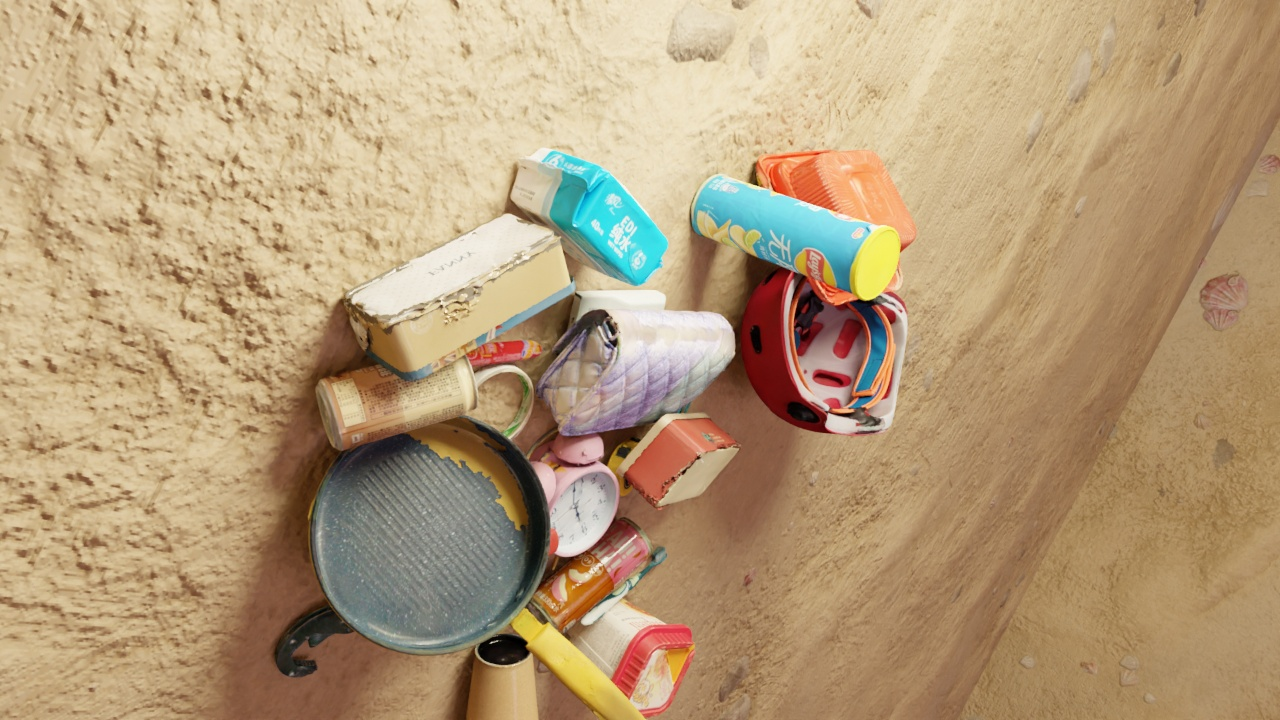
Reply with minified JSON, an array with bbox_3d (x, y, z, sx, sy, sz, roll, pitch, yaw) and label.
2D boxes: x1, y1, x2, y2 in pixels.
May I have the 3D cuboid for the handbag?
[{"bbox_3d":[-0.005,0.005,0.903,0.193,0.075,0.134,-2,142,-53],"label":"handbag"}]

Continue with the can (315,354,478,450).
[{"bbox_3d":[-0.193,0.029,0.731,0.116,0.058,0.059,-16,124,-25],"label":"can"}]

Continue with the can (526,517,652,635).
[{"bbox_3d":[-0.057,0.241,1.026,0.147,0.058,0.058,-37,135,-27],"label":"can"}]

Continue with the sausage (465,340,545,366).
[{"bbox_3d":[-0.145,-0.005,0.816,0.155,0.020,0.020,-9,118,-45],"label":"sausage"}]

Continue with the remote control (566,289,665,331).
[{"bbox_3d":[-0.022,-0.045,0.921,0.124,0.024,0.049,-6,116,-45],"label":"remote control"}]

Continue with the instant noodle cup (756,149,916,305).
[{"bbox_3d":[0.226,-0.160,1.008,0.164,0.079,0.188,-17,80,-41],"label":"instant noodle cup"}]

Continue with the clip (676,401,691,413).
[{"bbox_3d":[0.040,0.065,1.063,0.033,0.013,0.054,1,109,-47],"label":"clip"}]

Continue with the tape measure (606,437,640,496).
[{"bbox_3d":[-0.022,0.119,1.010,0.057,0.029,0.060,-31,135,-63],"label":"tape measure"}]

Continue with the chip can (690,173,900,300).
[{"bbox_3d":[0.148,-0.127,0.910,0.071,0.210,0.071,-26,129,-36],"label":"chip can"}]

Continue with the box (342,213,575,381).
[{"bbox_3d":[-0.137,-0.058,0.736,0.183,0.090,0.060,-30,127,-28],"label":"box"}]

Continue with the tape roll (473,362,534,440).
[{"bbox_3d":[-0.137,0.044,0.857,0.085,0.014,0.086,-26,130,-36],"label":"tape roll"}]

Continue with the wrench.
[{"bbox_3d":[-0.198,0.214,0.844,0.272,0.016,0.056,-21,121,-23],"label":"wrench"}]

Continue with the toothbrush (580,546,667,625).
[{"bbox_3d":[-0.016,0.263,1.083,0.191,0.016,0.018,-25,120,-56],"label":"toothbrush"}]

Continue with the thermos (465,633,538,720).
[{"bbox_3d":[-0.148,0.372,0.986,0.092,0.093,0.143,-12,111,-44],"label":"thermos"}]

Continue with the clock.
[{"bbox_3d":[-0.080,0.130,0.934,0.117,0.060,0.159,-38,133,-27],"label":"clock"}]

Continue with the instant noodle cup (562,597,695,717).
[{"bbox_3d":[-0.020,0.338,1.070,0.116,0.124,0.116,20,97,-52],"label":"instant noodle cup"}]

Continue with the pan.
[{"bbox_3d":[-0.114,0.197,0.757,0.357,0.078,0.197,48,63,-6],"label":"pan"}]

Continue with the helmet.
[{"bbox_3d":[0.195,-0.016,1.080,0.240,0.144,0.206,29,65,-34],"label":"helmet"}]

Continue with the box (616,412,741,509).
[{"bbox_3d":[0.050,0.114,1.002,0.091,0.076,0.168,-50,163,11],"label":"box"}]

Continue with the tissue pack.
[{"bbox_3d":[-0.041,-0.126,0.800,0.063,0.090,0.140,-57,141,-6],"label":"tissue pack"}]
